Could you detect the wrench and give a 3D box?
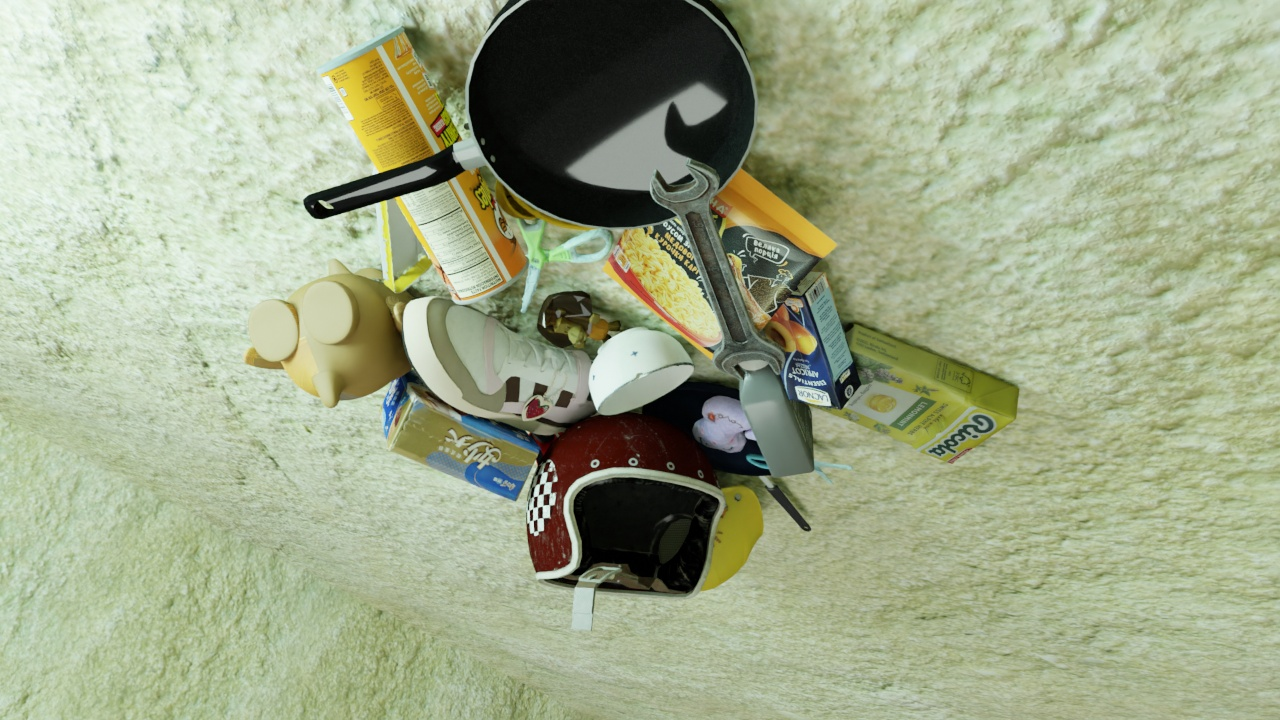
[{"bbox_3d":[0.066,-0.062,0.754,0.070,0.010,0.273,0,145,22],"label":"wrench"}]

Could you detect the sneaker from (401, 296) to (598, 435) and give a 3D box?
[{"bbox_3d":[-0.126,0.005,0.998,0.117,0.111,0.293,-19,149,25],"label":"sneaker"}]

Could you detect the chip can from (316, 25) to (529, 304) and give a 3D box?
[{"bbox_3d":[-0.173,-0.155,0.755,0.075,0.075,0.215,-5,124,37],"label":"chip can"}]

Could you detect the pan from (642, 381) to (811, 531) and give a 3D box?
[{"bbox_3d":[0.139,0.128,1.150,0.199,0.021,0.356,-4,142,37],"label":"pan"}]

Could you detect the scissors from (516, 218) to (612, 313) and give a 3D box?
[{"bbox_3d":[-0.106,-0.106,0.899,0.171,0.028,0.139,-24,130,31],"label":"scissors"}]

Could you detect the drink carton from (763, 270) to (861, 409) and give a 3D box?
[{"bbox_3d":[0.151,-0.018,0.834,0.064,0.040,0.130,12,136,46],"label":"drink carton"}]

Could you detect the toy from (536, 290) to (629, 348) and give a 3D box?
[{"bbox_3d":[-0.058,-0.038,0.967,0.100,0.062,0.076,16,132,-21],"label":"toy"}]

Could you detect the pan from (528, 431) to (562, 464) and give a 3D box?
[{"bbox_3d":[-0.116,0.128,1.219,0.209,0.067,0.357,-132,24,-57],"label":"pan"}]

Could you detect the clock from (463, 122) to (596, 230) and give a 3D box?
[{"bbox_3d":[-0.074,-0.161,0.775,0.152,0.051,0.114,7,148,16],"label":"clock"}]

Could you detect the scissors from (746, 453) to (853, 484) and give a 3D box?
[{"bbox_3d":[0.174,0.112,1.070,0.136,0.015,0.135,-10,133,45],"label":"scissors"}]

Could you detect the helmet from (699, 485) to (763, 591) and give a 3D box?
[{"bbox_3d":[0.039,0.228,1.242,0.240,0.139,0.209,21,159,8],"label":"helmet"}]

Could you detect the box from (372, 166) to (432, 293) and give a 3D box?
[{"bbox_3d":[-0.212,-0.124,0.887,0.079,0.080,0.210,55,155,17],"label":"box"}]

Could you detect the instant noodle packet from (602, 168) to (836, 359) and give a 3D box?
[{"bbox_3d":[0.056,-0.088,0.796,0.160,0.032,0.221,39,147,5],"label":"instant noodle packet"}]

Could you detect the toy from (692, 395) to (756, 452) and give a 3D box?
[{"bbox_3d":[0.100,0.077,1.031,0.080,0.036,0.100,19,150,7],"label":"toy"}]

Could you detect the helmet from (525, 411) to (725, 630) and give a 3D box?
[{"bbox_3d":[-0.024,0.183,1.043,0.233,0.253,0.234,19,157,-34],"label":"helmet"}]

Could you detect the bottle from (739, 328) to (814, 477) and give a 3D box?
[{"bbox_3d":[0.132,0.033,0.927,0.046,0.083,0.174,-11,134,19],"label":"bottle"}]

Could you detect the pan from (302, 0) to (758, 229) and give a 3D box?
[{"bbox_3d":[-0.091,-0.166,0.675,0.356,0.044,0.204,-12,137,16],"label":"pan"}]

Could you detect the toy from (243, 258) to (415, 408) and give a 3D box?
[{"bbox_3d":[-0.313,-0.037,1.025,0.199,0.162,0.203,-16,-179,17],"label":"toy"}]

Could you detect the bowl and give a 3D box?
[{"bbox_3d":[-0.006,0.006,0.974,0.113,0.063,0.113,-24,164,-7],"label":"bowl"}]

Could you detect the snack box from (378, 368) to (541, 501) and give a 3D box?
[{"bbox_3d":[-0.218,0.080,1.079,0.155,0.069,0.203,26,180,-21],"label":"snack box"}]

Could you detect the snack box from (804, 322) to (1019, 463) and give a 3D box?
[{"bbox_3d":[0.257,0.036,0.899,0.181,0.045,0.121,22,150,-3],"label":"snack box"}]
